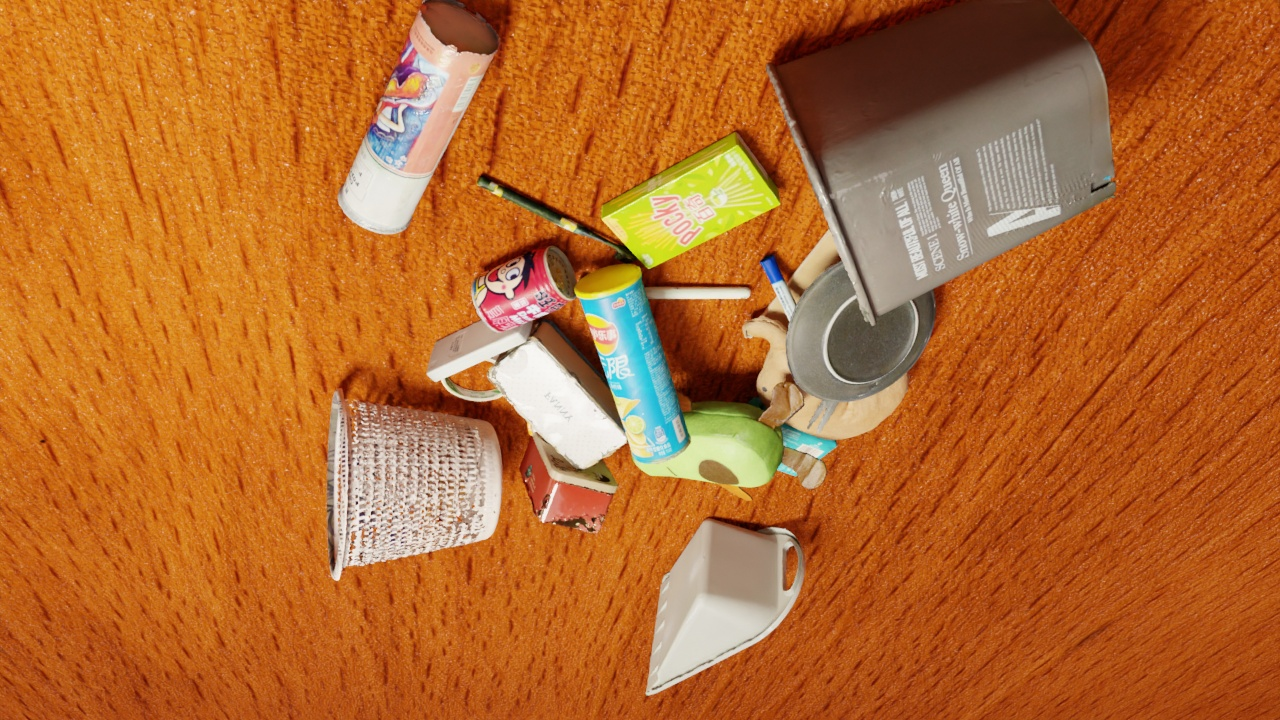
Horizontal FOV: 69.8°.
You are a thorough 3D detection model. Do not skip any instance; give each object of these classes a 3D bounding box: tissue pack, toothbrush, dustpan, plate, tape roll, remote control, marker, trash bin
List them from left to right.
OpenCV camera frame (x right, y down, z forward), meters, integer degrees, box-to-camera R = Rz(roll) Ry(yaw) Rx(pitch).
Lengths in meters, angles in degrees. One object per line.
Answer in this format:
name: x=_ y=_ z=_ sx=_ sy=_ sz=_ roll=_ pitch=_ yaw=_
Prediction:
trash bin: x=-0.278 y=0.148 z=1.125 sx=0.192 sy=0.227 sz=0.228 roll=2 pitch=141 yaw=-22
tape roll: x=-0.197 y=0.018 z=1.105 sx=0.086 sy=0.013 sz=0.086 roll=0 pitch=139 yaw=-1
remote control: x=-0.180 y=-0.021 z=1.027 sx=0.135 sy=0.056 sz=0.019 roll=-23 pitch=129 yaw=23
toothbrush: x=-0.082 y=-0.139 z=0.925 sx=0.185 sy=0.012 sz=0.017 roll=24 pitch=144 yaw=-26
toothbrush: x=0.026 y=-0.076 z=0.996 sx=0.189 sy=0.020 sz=0.029 roll=1 pitch=164 yaw=-4
dustpan: x=0.126 y=0.353 z=1.352 sx=0.142 sy=0.222 sz=0.258 roll=19 pitch=126 yaw=-5
tissue pack: x=0.176 y=0.095 z=1.172 sx=0.133 sy=0.050 sz=0.093 roll=19 pitch=138 yaw=-21
marker: x=0.166 y=-0.047 z=0.986 sx=0.017 sy=0.016 sz=0.146 roll=-22 pitch=109 yaw=23
plate: x=0.239 y=-0.030 z=0.973 sx=0.179 sy=0.024 sz=0.180 roll=-9 pitch=119 yaw=-17
trash bin: x=0.246 y=-0.176 z=0.759 sx=0.220 sy=0.198 sz=0.199 roll=-21 pitch=136 yaw=14

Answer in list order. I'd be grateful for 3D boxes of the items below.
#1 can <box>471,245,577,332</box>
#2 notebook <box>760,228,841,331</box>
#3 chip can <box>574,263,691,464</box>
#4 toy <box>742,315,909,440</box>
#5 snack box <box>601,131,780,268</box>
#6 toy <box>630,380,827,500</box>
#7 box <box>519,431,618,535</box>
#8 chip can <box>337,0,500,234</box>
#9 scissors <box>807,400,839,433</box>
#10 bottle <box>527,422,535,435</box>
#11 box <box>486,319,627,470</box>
can: x=-0.120 y=-0.075 z=0.957 sx=0.094 sy=0.066 sz=0.066 roll=-20 pitch=136 yaw=21
notebook: x=0.243 y=-0.089 z=0.989 sx=0.149 sy=0.012 sz=0.212 roll=15 pitch=138 yaw=-18
chip can: x=-0.006 y=0.006 z=0.981 sx=0.071 sy=0.071 sz=0.210 roll=-12 pitch=116 yaw=12
toy: x=0.200 y=0.024 z=1.069 sx=0.225 sy=0.082 sz=0.144 roll=20 pitch=125 yaw=-24
snack box: x=0.048 y=-0.153 z=0.900 sx=0.157 sy=0.026 sz=0.086 roll=-24 pitch=134 yaw=25
toy: x=0.091 y=0.100 z=1.093 sx=0.247 sy=0.089 sz=0.227 roll=-6 pitch=131 yaw=31
box: x=-0.093 y=0.151 z=1.134 sx=0.091 sy=0.168 sz=0.080 roll=17 pitch=101 yaw=-19
chip can: x=-0.196 y=-0.207 z=0.800 sx=0.071 sy=0.071 sz=0.215 roll=21 pitch=135 yaw=-23
scissors: x=0.229 y=-0.002 z=1.009 sx=0.172 sy=0.014 sz=0.147 roll=-29 pitch=120 yaw=-7
bottle: x=-0.084 y=0.073 z=1.133 sx=0.108 sy=0.063 sz=0.063 roll=-2 pitch=139 yaw=2
box: x=-0.084 y=0.046 z=1.052 sx=0.090 sy=0.061 sz=0.184 roll=-33 pitch=109 yaw=22
